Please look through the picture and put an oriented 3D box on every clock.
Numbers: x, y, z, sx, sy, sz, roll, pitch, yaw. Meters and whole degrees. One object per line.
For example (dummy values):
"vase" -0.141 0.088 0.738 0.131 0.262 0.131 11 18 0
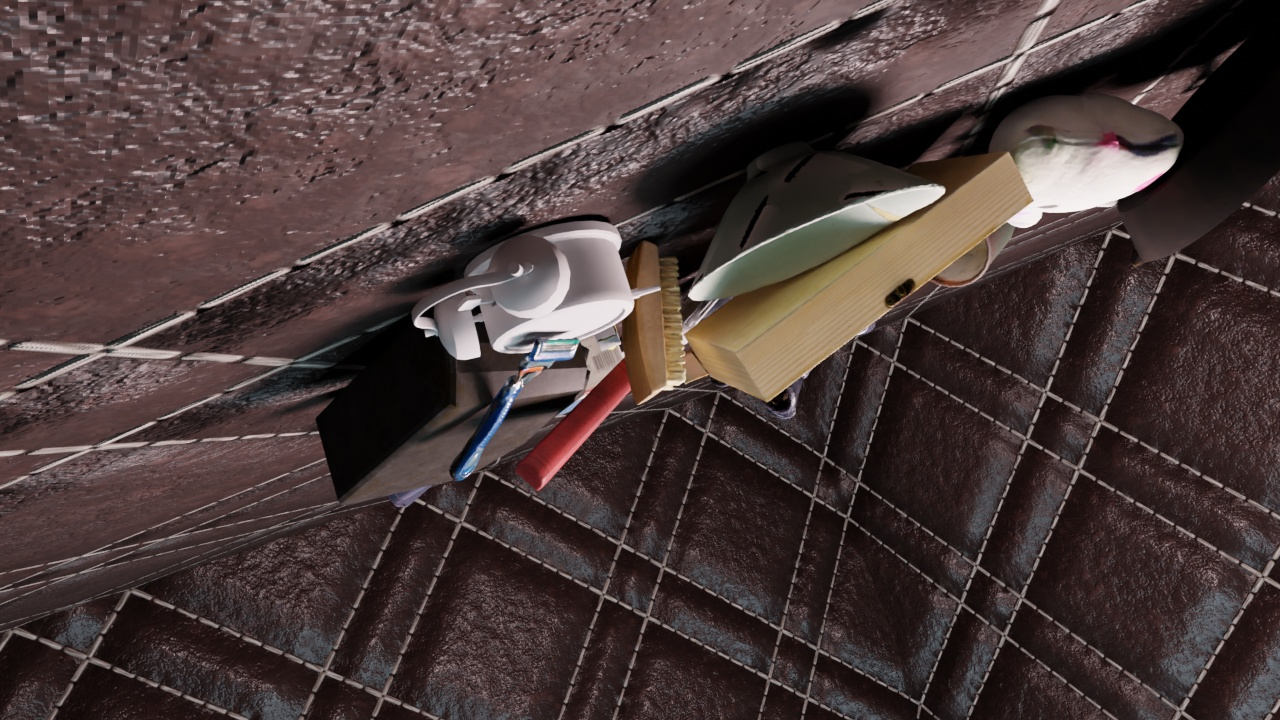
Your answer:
"clock" -0.072 -0.046 0.584 0.158 0.061 0.120 -7 166 -46

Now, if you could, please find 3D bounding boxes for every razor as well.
"razor" -0.095 0.033 0.628 0.141 0.018 0.043 -50 156 25

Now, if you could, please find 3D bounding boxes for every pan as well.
"pan" 0.473 -0.203 0.752 0.249 0.043 0.355 -57 173 30

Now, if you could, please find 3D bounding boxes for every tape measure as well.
"tape measure" -0.034 -0.039 0.709 0.017 0.064 0.065 -21 178 0

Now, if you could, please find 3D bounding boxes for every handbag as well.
"handbag" -0.128 0.022 0.747 0.199 0.102 0.198 -2 154 -47

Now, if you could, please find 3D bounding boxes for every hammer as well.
"hammer" -0.005 0.005 0.767 0.314 0.036 0.126 -46 177 -46

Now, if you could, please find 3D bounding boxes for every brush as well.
"brush" 0.010 -0.028 0.691 0.039 0.117 0.049 2 166 -15

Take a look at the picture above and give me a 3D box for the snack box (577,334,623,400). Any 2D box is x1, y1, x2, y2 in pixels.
"snack box" -0.146 0.032 0.868 0.272 0.076 0.044 -21 177 -20

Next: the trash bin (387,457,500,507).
"trash bin" -0.204 0.081 0.956 0.161 0.092 0.093 -32 -173 26

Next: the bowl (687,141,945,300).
"bowl" 0.100 -0.101 0.586 0.174 0.068 0.174 -22 174 -2

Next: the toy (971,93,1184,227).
"toy" 0.324 -0.155 0.741 0.137 0.085 0.209 -1 177 -7

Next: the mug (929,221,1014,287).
"mug" 0.323 -0.139 0.910 0.081 0.085 0.111 -39 146 -39

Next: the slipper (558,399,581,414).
"slipper" -0.165 0.044 1.044 0.214 0.059 0.104 -10 167 13

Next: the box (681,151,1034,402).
"box" 0.150 -0.064 0.757 0.247 0.076 0.257 -35 -179 -8

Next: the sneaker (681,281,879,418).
"sneaker" 0.166 -0.014 0.972 0.252 0.150 0.097 1 168 -29

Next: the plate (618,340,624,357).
"plate" -0.015 -0.012 1.208 0.173 0.019 0.173 -20 174 -2
